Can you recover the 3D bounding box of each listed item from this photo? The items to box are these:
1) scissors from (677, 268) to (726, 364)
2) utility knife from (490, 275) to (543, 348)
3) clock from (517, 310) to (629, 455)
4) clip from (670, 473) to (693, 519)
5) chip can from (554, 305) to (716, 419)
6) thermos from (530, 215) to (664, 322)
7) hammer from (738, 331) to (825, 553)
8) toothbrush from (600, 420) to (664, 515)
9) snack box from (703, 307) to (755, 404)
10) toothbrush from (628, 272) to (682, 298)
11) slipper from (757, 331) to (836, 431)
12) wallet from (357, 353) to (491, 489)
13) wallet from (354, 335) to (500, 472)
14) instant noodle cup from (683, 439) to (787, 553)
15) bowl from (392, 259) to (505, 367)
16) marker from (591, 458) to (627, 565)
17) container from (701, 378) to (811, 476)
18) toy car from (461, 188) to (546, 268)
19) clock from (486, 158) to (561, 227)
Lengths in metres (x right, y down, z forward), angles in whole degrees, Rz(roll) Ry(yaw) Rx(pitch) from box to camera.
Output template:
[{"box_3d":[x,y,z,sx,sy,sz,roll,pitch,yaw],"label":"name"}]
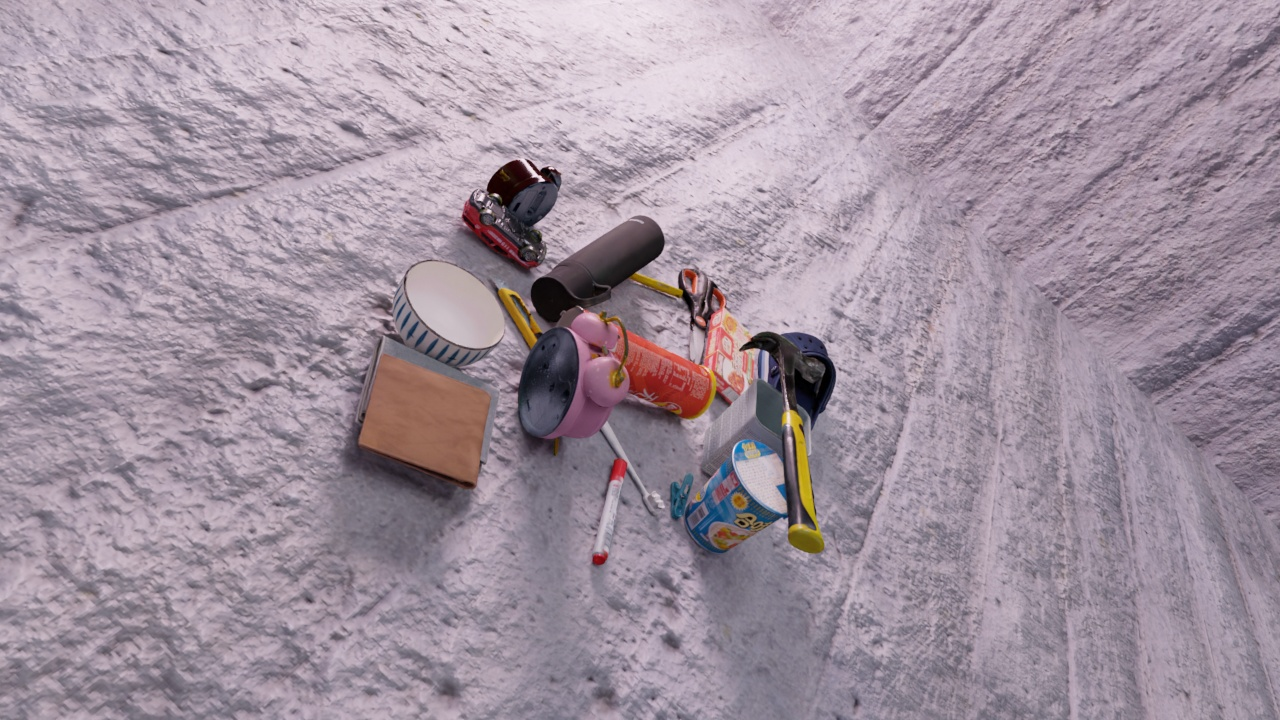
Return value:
[{"box_3d":[0.100,-0.055,1.345,0.139,0.022,0.234,21,38,-33],"label":"scissors"},{"box_3d":[-0.127,-0.034,1.070,0.033,0.015,0.176,-7,58,-55],"label":"utility knife"},{"box_3d":[-0.063,0.016,0.951,0.059,0.159,0.117,15,43,-34],"label":"clock"},{"box_3d":[0.045,0.155,1.044,0.013,0.034,0.054,31,51,-19],"label":"clip"},{"box_3d":[-0.006,0.006,1.092,0.216,0.073,0.073,25,37,-37],"label":"chip can"},{"box_3d":[-0.041,-0.118,1.186,0.090,0.068,0.241,16,32,22],"label":"thermos"},{"box_3d":[0.172,0.080,1.051,0.126,0.032,0.322,31,35,-21],"label":"hammer"},{"box_3d":[-0.024,0.096,1.038,0.016,0.016,0.180,-5,57,-53],"label":"toothbrush"},{"box_3d":[0.127,-0.004,1.300,0.075,0.026,0.152,42,33,-21],"label":"snack box"},{"box_3d":[-0.013,-0.117,1.295,0.190,0.016,0.016,17,46,-37],"label":"toothbrush"},{"box_3d":[0.231,0.023,1.340,0.105,0.095,0.252,42,35,-10],"label":"slipper"},{"box_3d":[-0.193,0.054,0.832,0.115,0.020,0.101,26,47,-26],"label":"wallet"},{"box_3d":[-0.202,0.047,0.873,0.129,0.037,0.106,28,45,-27],"label":"wallet"},{"box_3d":[0.107,0.160,1.026,0.099,0.110,0.099,28,35,-23],"label":"instant noodle cup"},{"box_3d":[-0.204,-0.039,0.941,0.116,0.066,0.116,29,36,-24],"label":"bowl"},{"box_3d":[-0.032,0.156,0.961,0.017,0.017,0.145,35,33,-15],"label":"marker"},{"box_3d":[0.138,0.101,1.127,0.090,0.112,0.089,35,33,-15],"label":"container"},{"box_3d":[-0.169,-0.161,1.140,0.120,0.045,0.052,39,34,-20],"label":"toy car"},{"box_3d":[-0.147,-0.217,1.197,0.121,0.082,0.055,-14,57,-51],"label":"clock"}]
